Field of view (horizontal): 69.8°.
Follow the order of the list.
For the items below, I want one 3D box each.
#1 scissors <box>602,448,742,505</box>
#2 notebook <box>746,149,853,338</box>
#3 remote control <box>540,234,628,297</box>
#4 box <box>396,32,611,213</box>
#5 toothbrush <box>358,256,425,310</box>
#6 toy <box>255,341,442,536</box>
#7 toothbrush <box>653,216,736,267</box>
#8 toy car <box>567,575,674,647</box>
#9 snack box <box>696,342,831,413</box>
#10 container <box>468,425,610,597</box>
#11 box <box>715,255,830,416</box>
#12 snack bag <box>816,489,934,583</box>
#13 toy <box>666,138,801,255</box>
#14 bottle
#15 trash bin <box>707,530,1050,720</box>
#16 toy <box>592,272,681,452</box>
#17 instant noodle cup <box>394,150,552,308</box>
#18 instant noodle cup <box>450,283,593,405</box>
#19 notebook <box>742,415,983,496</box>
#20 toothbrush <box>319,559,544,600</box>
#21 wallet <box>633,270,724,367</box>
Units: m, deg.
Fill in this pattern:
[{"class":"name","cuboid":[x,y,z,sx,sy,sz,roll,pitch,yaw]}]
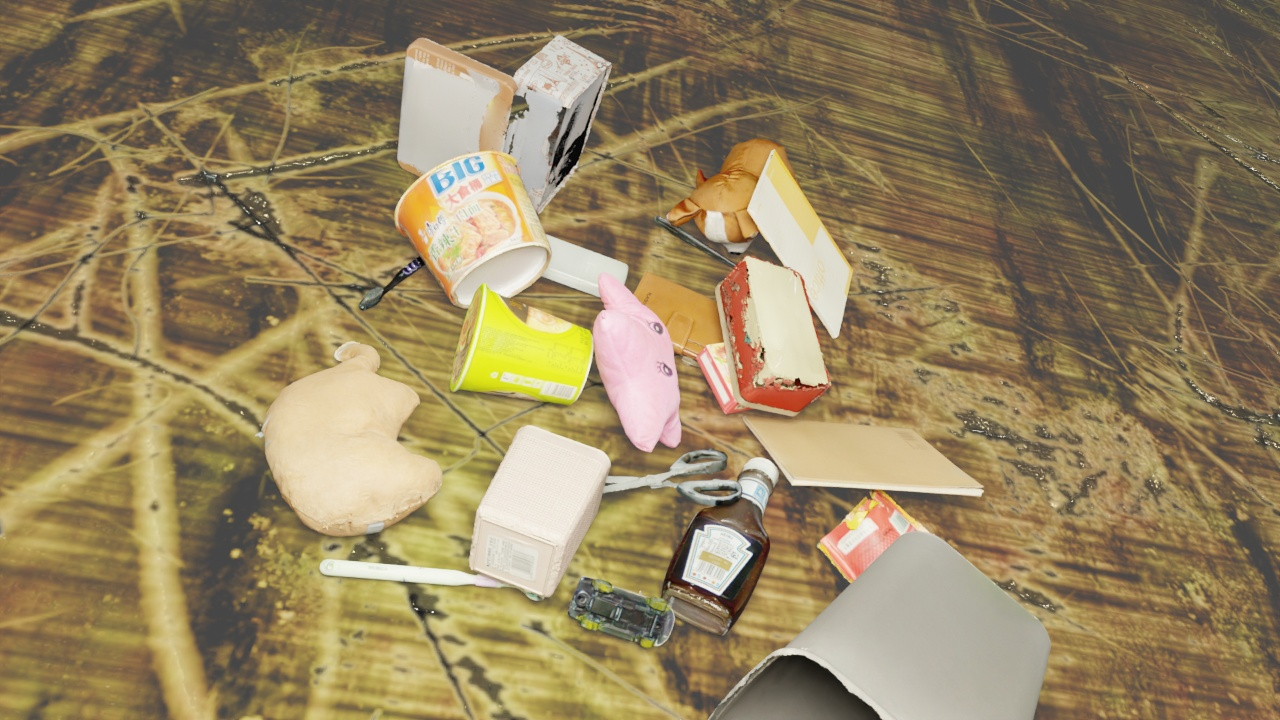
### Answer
[{"class":"scissors","cuboid":[0.017,0.117,0.887,0.166,0.014,0.162,21,32,33]},{"class":"notebook","cuboid":[0.204,-0.146,1.144,0.206,0.010,0.145,51,40,-24]},{"class":"remote control","cuboid":[-0.090,-0.114,1.081,0.150,0.021,0.058,20,46,-3]},{"class":"box","cuboid":[-0.164,-0.304,1.118,0.205,0.181,0.157,23,47,1]},{"class":"toothbrush","cuboid":[-0.250,-0.108,1.022,0.014,0.017,0.188,35,45,4]},{"class":"toy","cuboid":[-0.268,0.057,0.825,0.143,0.083,0.225,-3,48,-29]},{"class":"toothbrush","cuboid":[0.091,-0.136,1.173,0.181,0.016,0.018,34,55,10]},{"class":"toy car","cuboid":[-0.015,0.216,0.793,0.090,0.042,0.035,19,1,-1]},{"class":"snack box","cuboid":[0.140,0.012,1.026,0.152,0.026,0.075,-7,61,-36]},{"class":"container","cuboid":[-0.090,0.132,0.794,0.090,0.090,0.110,20,37,6]},{"class":"box","cuboid":[0.143,-0.033,0.989,0.091,0.077,0.168,13,50,-25]},{"class":"snack bag","cuboid":[0.275,0.223,0.885,0.208,0.073,0.128,45,54,14]},{"class":"toy","cuboid":[0.127,-0.203,1.181,0.140,0.131,0.199,6,29,23]},{"class":"bottle","cuboid":[0.086,0.167,0.874,0.080,0.044,0.194,22,43,13]},{"class":"trash bin","cuboid":[0.200,0.273,0.727,0.198,0.200,0.219,42,42,16]},{"class":"toy","cuboid":[-0.005,0.005,0.910,0.075,0.178,0.194,-20,59,14]},{"class":"instant noodle cup","cuboid":[-0.172,-0.133,0.985,0.151,0.152,0.111,-19,71,-33]},{"class":"instant noodle cup","cuboid":[-0.116,-0.008,0.924,0.123,0.112,0.111,16,45,-18]},{"class":"notebook","cuboid":[0.230,0.097,0.969,0.211,0.012,0.149,5,19,-16]},{"class":"toothbrush","cuboid":[-0.174,0.183,0.780,0.189,0.020,0.029,8,66,-14]},{"class":"wallet","cuboid":[0.048,-0.046,1.065,0.132,0.031,0.107,24,44,3]}]
